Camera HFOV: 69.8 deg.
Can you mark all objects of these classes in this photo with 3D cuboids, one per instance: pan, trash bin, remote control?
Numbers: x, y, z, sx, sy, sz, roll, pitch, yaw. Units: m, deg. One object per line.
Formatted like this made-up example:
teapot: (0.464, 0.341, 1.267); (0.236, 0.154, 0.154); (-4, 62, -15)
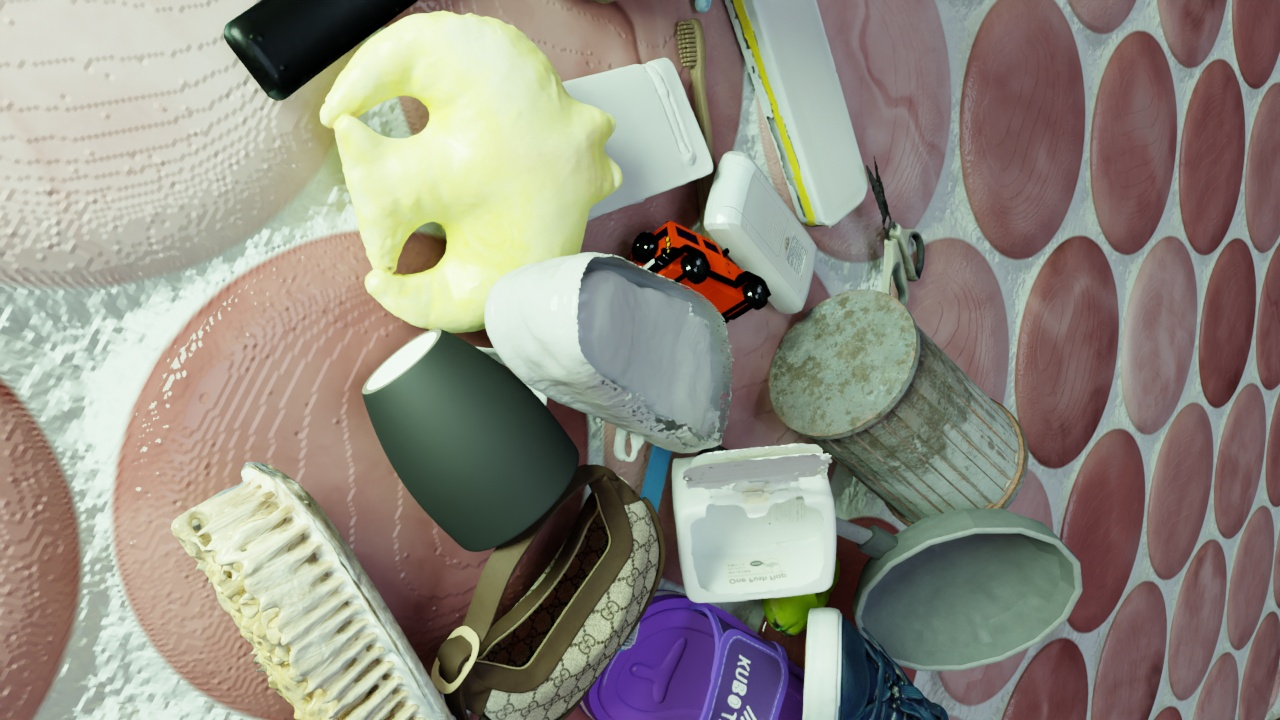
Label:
pan: (0.186, 0.141, 0.706); (0.357, 0.041, 0.179); (29, 121, -23)
trash bin: (0.212, 0.049, 0.734); (0.211, 0.131, 0.130); (36, 72, -38)
remote control: (-0.136, -0.186, 0.456); (0.151, 0.020, 0.041); (-49, 124, -24)
remote control: (0.089, -0.088, 0.655); (0.138, 0.025, 0.060); (39, 62, -49)

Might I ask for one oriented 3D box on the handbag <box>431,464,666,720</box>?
handbag: (-0.055, 0.138, 0.531); (0.166, 0.063, 0.138); (-49, 142, -25)

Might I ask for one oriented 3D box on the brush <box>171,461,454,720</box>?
brush: (-0.141, 0.171, 0.464); (0.056, 0.083, 0.271); (-38, 120, -33)

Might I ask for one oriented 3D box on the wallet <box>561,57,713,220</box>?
wallet: (-0.013, -0.138, 0.570); (0.116, 0.032, 0.086); (-23, 101, -35)

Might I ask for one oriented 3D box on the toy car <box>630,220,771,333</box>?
toy car: (0.037, -0.055, 0.608); (0.100, 0.051, 0.048); (18, 52, -40)

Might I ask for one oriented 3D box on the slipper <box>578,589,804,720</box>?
slipper: (0.075, 0.251, 0.671); (0.266, 0.084, 0.107); (38, 71, -39)

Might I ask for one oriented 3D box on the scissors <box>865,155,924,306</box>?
scissors: (0.206, -0.097, 0.764); (0.169, 0.013, 0.132); (9, 94, -55)

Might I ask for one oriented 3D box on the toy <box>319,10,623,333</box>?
toy: (-0.082, -0.097, 0.489); (0.154, 0.065, 0.171); (-18, 114, -23)

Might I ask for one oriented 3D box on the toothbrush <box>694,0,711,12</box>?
toothbrush: (0.043, -0.309, 0.602); (0.022, 0.016, 0.155); (-9, 104, -51)

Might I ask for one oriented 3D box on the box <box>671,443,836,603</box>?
box: (0.073, 0.087, 0.596); (0.191, 0.110, 0.083); (80, 3, -50)

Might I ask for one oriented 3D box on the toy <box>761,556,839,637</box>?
toy: (0.130, 0.182, 0.744); (0.093, 0.036, 0.094); (-56, 133, -29)

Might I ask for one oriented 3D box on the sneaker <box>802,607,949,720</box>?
sneaker: (0.203, 0.284, 0.721); (0.295, 0.127, 0.120); (57, 35, -45)

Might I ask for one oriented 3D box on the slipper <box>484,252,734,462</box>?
slipper: (-0.003, 0.003, 0.543); (0.246, 0.075, 0.112); (27, 81, -60)

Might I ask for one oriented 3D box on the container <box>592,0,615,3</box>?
container: (0.028, -0.299, 0.466); (0.226, 0.196, 0.227); (-8, 102, -41)

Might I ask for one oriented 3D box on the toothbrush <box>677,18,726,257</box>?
toothbrush: (0.042, -0.146, 0.626); (0.016, 0.016, 0.167); (-20, 109, -39)

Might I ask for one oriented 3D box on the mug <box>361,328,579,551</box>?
mug: (-0.090, 0.028, 0.500); (0.100, 0.085, 0.118); (53, 32, -21)

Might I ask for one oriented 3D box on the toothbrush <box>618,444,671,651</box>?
toothbrush: (0.004, 0.111, 0.617); (0.016, 0.014, 0.166); (22, 73, -26)

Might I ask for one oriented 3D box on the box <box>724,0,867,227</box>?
box: (0.116, -0.199, 0.676); (0.064, 0.033, 0.209); (-41, 121, -28)
